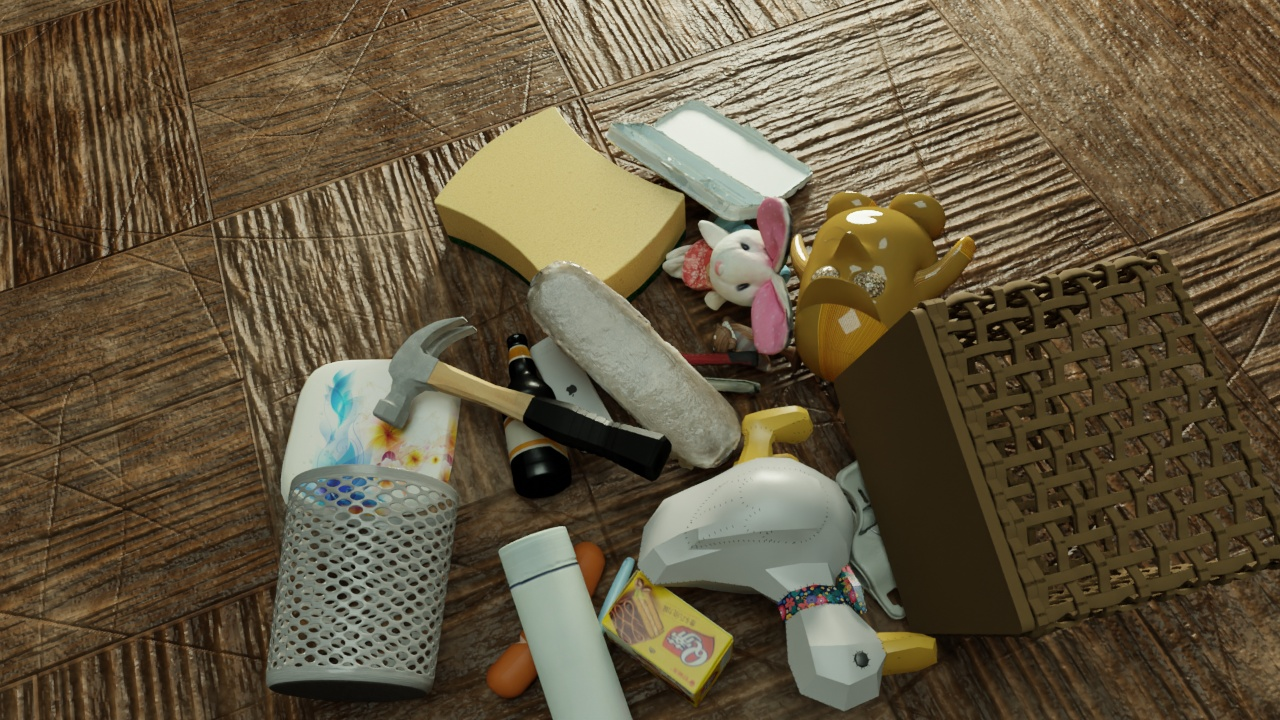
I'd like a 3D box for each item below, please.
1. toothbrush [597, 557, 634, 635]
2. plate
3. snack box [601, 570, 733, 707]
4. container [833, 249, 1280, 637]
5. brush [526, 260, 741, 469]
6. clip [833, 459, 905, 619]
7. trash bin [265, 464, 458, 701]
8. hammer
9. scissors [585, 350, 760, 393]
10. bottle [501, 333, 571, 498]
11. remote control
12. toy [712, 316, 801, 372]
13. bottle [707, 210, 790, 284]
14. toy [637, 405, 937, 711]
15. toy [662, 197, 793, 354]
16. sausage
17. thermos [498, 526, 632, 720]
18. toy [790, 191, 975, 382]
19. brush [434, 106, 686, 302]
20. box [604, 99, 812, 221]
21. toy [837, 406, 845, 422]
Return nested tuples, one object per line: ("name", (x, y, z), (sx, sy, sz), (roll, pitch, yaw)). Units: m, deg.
("toothbrush", (-0.041, 0.257, 0.873), (0.016, 0.022, 0.154), (39, 63, -23))
("plate", (-0.293, 0.077, 0.994), (0.187, 0.016, 0.186), (-1, 61, 4))
("snack box", (0.025, 0.252, 0.831), (0.106, 0.084, 0.061), (32, 69, 20))
("container", (0.327, 0.081, 0.770), (0.214, 0.220, 0.251), (-12, 75, -8))
("brush", (-0.006, 0.006, 0.940), (0.271, 0.057, 0.083), (43, 83, 5))
("clip", (0.246, 0.158, 0.884), (0.124, 0.074, 0.143), (-32, 69, -15))
("trash bin", (-0.253, 0.209, 0.841), (0.156, 0.157, 0.183), (-2, 63, 4))
("hammer", (-0.119, 0.046, 0.915), (0.329, 0.039, 0.131), (18, 73, 28))
("scissors", (0.034, 0.006, 0.991), (0.188, 0.015, 0.146), (34, 105, 7))
("bottle", (-0.117, 0.052, 0.969), (0.059, 0.059, 0.181), (-13, 60, -3))
("remote control", (-0.075, 0.032, 1.001), (0.045, 0.008, 0.146), (-32, 62, 2))
("toy", (0.121, -0.015, 0.998), (0.102, 0.042, 0.054), (29, 48, 27))
("bottle", (0.121, -0.132, 1.063), (0.040, 0.040, 0.130), (-31, 63, -12))
("toy", (0.122, 0.176, 0.813), (0.246, 0.141, 0.266), (2, 48, -2))
("toy", (0.100, -0.100, 0.987), (0.084, 0.159, 0.194), (-7, 17, -33))
("sausage", (-0.085, 0.245, 0.869), (0.044, 0.039, 0.164), (29, 67, 16))
("thermos", (-0.060, 0.264, 0.809), (0.068, 0.068, 0.230), (-20, 77, -6))
("toy", (0.225, -0.072, 0.948), (0.199, 0.162, 0.202), (8, 57, 33))
("brush", (-0.092, -0.167, 1.080), (0.250, 0.075, 0.194), (38, 70, 22))
("box", (0.083, -0.244, 1.111), (0.210, 0.061, 0.192), (37, 40, 21))
("toy", (0.270, 0.058, 0.937), (0.085, 0.074, 0.106), (-29, 66, -26))
